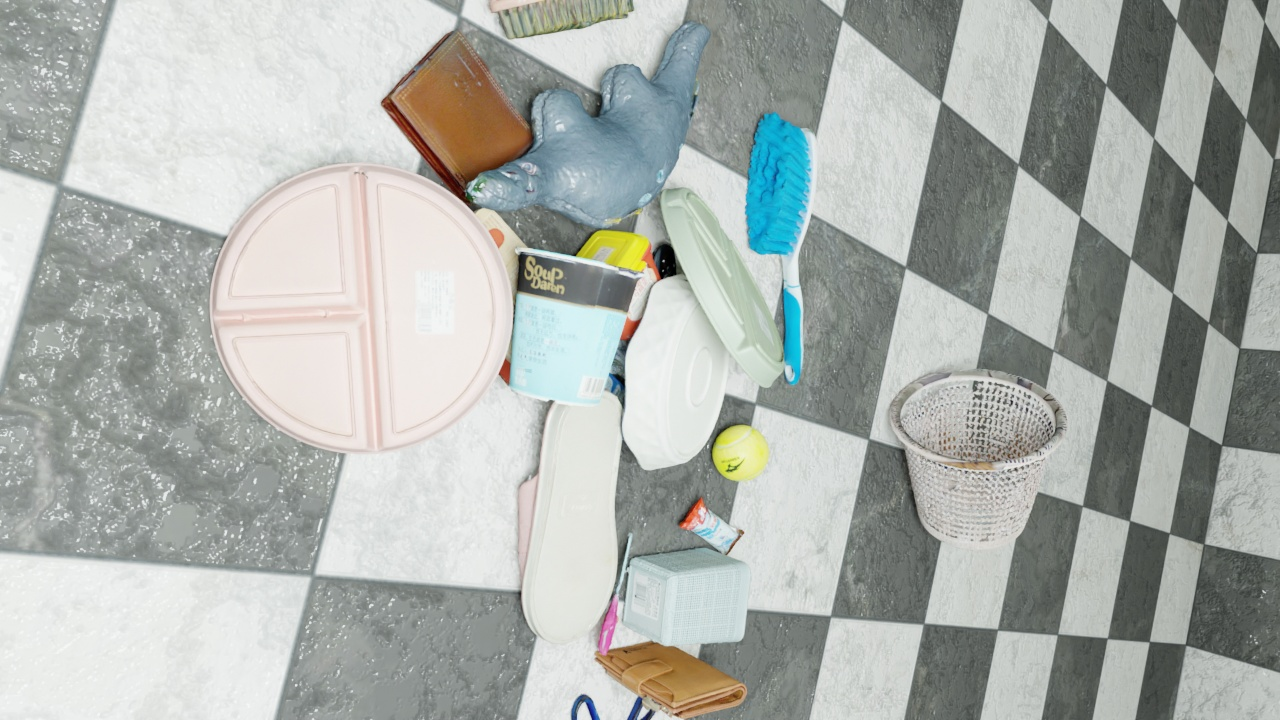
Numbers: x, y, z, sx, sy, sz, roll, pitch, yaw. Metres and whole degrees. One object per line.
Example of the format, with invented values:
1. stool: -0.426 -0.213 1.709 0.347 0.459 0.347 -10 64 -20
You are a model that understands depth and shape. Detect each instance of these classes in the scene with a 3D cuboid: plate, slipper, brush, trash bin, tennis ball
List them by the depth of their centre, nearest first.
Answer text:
1. plate: -0.212 -0.038 0.712 0.229 0.028 0.229 -1 96 -14
2. brush: -0.077 -0.337 0.838 0.145 0.063 0.073 -26 116 -34
3. slipper: -0.071 0.151 0.905 0.114 0.054 0.275 -7 110 -36
4. plate: 0.089 -0.080 0.940 0.230 0.027 0.229 52 20 -29
5. plate: 0.043 0.014 0.943 0.204 0.046 0.205 -35 130 -57
6. tennis ball: 0.116 0.107 1.059 0.065 0.066 0.065 -6 99 -41
7. brush: 0.171 -0.126 1.091 0.109 0.061 0.314 1 97 -45
8. trash bin: 0.471 0.150 1.296 0.226 0.228 0.192 -35 129 -33

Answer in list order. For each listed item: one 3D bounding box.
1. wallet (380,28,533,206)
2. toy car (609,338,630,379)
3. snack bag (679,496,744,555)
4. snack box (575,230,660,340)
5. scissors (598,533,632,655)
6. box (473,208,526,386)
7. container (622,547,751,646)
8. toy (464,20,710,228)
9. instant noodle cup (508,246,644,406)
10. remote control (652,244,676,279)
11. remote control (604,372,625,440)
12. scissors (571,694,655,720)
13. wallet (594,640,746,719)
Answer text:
1. wallet: -0.155 -0.212 0.806 0.124 0.032 0.101 52 60 -34
2. toy car: -0.006 0.006 0.950 0.090 0.034 0.042 47 23 -35
3. snack bag: 0.083 0.196 1.068 0.048 0.026 0.104 -51 125 -10
4. snack box: -0.025 -0.072 0.906 0.091 0.082 0.080 -55 136 -23
5. scissors: -0.025 0.249 0.976 0.094 0.017 0.137 95 8 -59
6. box: -0.125 -0.050 0.831 0.168 0.077 0.091 49 65 -27
7. container: 0.048 0.259 1.004 0.111 0.090 0.090 6 91 -39
8. toy: -0.030 -0.202 0.867 0.355 0.091 0.138 -43 133 -37
9. instant noodle cup: -0.063 -0.026 0.772 0.111 0.111 0.120 8 96 -42
10. remote control: 0.021 -0.055 0.976 0.053 0.024 0.136 1 88 -64
11. remote control: -0.048 0.031 0.933 0.125 0.024 0.049 46 66 -36
12. scissors: -0.028 0.420 1.007 0.162 0.012 0.176 -43 122 -30
13. wallet: 0.029 0.333 0.966 0.107 0.132 0.031 5 94 -40
